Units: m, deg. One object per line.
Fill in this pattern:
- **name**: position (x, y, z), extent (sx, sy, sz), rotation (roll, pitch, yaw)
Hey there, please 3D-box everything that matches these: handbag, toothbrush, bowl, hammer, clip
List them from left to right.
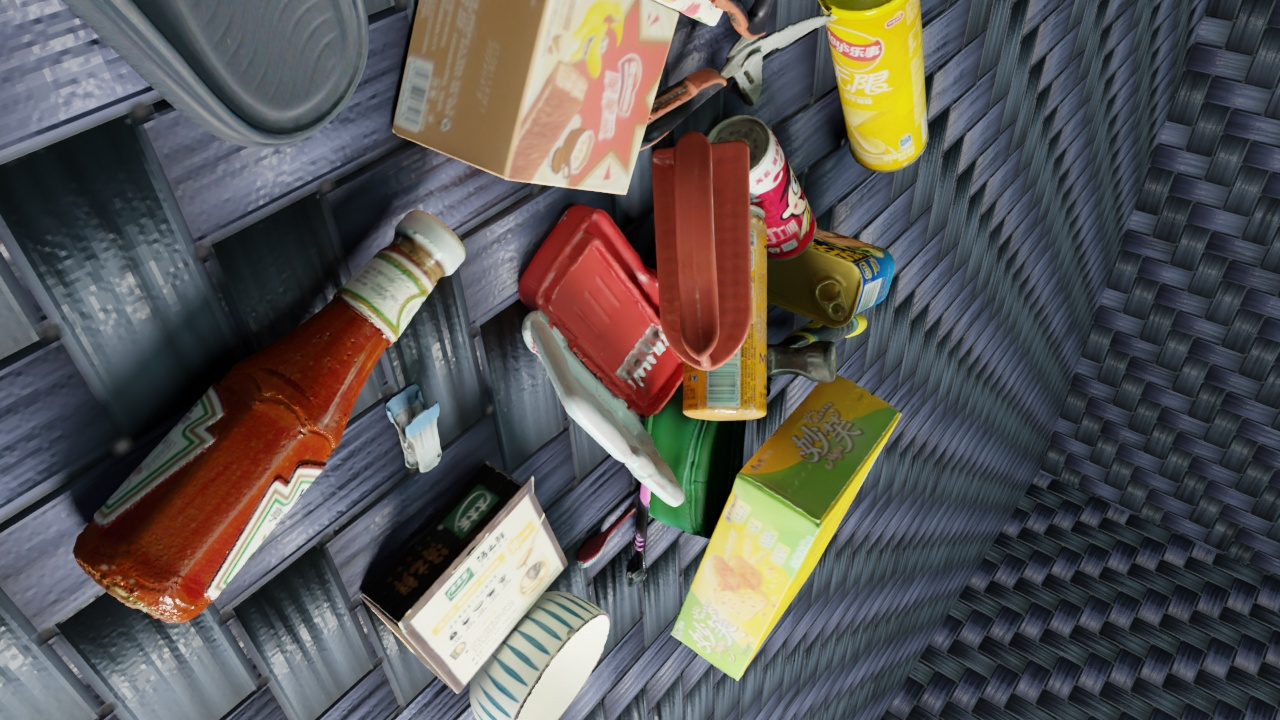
- **clip**: position (-0.125, 0.042, 0.515), extent (0.026, 0.043, 0.058), rotation (-43, 149, -33)
- **bowl**: position (-0.081, 0.214, 0.660), extent (0.116, 0.066, 0.117), rotation (-47, 155, -30)
- **toothbrush**: position (-0.001, 0.145, 0.764), extent (0.017, 0.014, 0.190), rotation (-35, 150, -26)
- **toothbrush**: position (0.010, 0.112, 0.781), extent (0.187, 0.016, 0.017), rotation (-41, 151, -33)
- **handbag**: position (0.059, 0.073, 0.754), extent (0.120, 0.068, 0.131), rotation (-18, 117, -46)
- **hammer**: position (0.142, -0.019, 0.813), extent (0.322, 0.126, 0.032), rotation (-17, 108, -64)

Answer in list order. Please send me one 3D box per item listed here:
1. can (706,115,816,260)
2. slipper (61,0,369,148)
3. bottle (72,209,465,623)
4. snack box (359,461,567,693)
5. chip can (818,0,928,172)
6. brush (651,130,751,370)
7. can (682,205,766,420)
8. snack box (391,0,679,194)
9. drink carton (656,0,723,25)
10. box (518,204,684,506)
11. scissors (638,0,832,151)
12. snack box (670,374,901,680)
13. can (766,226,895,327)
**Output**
- **can**: position (0.090, -0.125, 0.681), extent (0.053, 0.053, 0.132), rotation (-60, 150, -6)
- **slipper**: position (-0.144, -0.163, 0.260), extent (0.110, 0.083, 0.268), rotation (-55, 151, -18)
- **bottle**: position (-0.153, 0.017, 0.408), extent (0.205, 0.060, 0.060), rotation (-54, 149, -19)
- **snack box**: position (-0.106, 0.134, 0.579), extent (0.113, 0.053, 0.126), rotation (-47, 146, -25)
- **chip can**: position (0.187, -0.231, 0.717), extent (0.072, 0.072, 0.213), rotation (-59, 154, -7)
- **brush**: position (0.039, -0.067, 0.580), extent (0.069, 0.063, 0.145), rotation (22, 66, -76)
- **can**: position (0.059, -0.032, 0.639), extent (0.058, 0.058, 0.146), rotation (14, 75, -60)
- **snack box**: position (-0.048, -0.136, 0.432), extent (0.094, 0.077, 0.093), rotation (-7, 119, -56)
- **drink carton**: position (0.004, -0.219, 0.480), extent (0.122, 0.045, 0.054), rotation (-9, 130, -54)
- **box**: position (-0.016, 0.006, 0.604), extent (0.201, 0.074, 0.154), rotation (50, 40, -59)
- **scissors**: position (0.056, -0.188, 0.556), extent (0.225, 0.015, 0.189), rotation (-37, 170, -25)
- **snack box**: position (0.113, 0.132, 0.731), extent (0.157, 0.070, 0.211), rotation (-40, 155, -44)
- **can**: position (0.152, -0.075, 0.771), extent (0.083, 0.102, 0.057), rotation (-24, 131, -52)
